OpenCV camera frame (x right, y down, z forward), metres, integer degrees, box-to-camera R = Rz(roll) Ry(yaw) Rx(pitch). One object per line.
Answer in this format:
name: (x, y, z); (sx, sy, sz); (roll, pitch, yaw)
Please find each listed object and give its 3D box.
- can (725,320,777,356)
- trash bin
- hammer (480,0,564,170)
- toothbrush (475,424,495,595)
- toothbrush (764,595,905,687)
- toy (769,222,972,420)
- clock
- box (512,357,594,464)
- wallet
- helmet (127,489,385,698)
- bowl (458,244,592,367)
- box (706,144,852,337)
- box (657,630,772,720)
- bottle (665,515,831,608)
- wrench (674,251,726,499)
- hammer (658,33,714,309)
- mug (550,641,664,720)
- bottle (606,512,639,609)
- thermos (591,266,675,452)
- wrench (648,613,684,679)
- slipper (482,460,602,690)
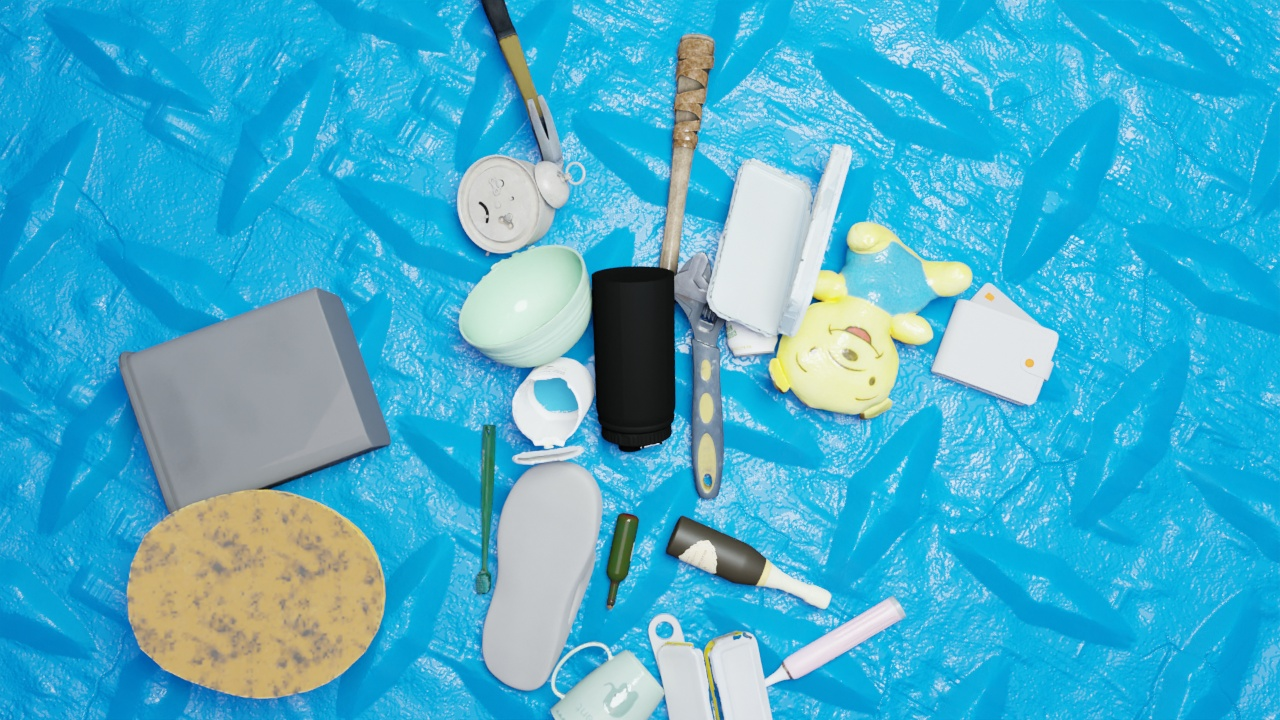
can: (0.120, -0.057, 1.010); (0.055, 0.055, 0.101); (-6, 88, 1)
trash bin: (-0.414, 0.046, 0.998); (0.220, 0.097, 0.192); (-20, 87, -1)
hammer: (-0.153, -0.372, 1.010); (0.025, 0.118, 0.333); (-21, 82, -4)
toothbrush: (-0.173, 0.167, 1.026); (0.016, 0.017, 0.189); (1, 88, 1)
toothbrush: (0.189, 0.325, 1.008); (0.222, 0.027, 0.026); (-31, 73, 1)
toy: (0.239, -0.037, 0.993); (0.149, 0.084, 0.214); (30, 91, 3)
clock: (-0.124, -0.178, 1.001); (0.157, 0.061, 0.103); (-19, 93, 26)
box: (-0.092, 0.054, 0.958); (0.083, 0.166, 0.092); (2, 100, 5)
wallet: (0.397, -0.021, 1.012); (0.118, 0.037, 0.115); (21, 88, 5)
helmet: (-0.380, 0.235, 0.970); (0.255, 0.131, 0.205); (2, 87, 2)
bowl: (-0.112, -0.047, 0.987); (0.151, 0.150, 0.077); (-31, 130, 0)
box: (0.133, -0.134, 0.964); (0.127, 0.106, 0.214); (16, 63, 9)
box: (0.087, 0.400, 0.977); (0.117, 0.057, 0.210); (-12, 86, 7)
bottle: (0.120, 0.226, 1.003); (0.184, 0.045, 0.045); (23, 88, 2)
wrench: (0.070, 0.019, 0.993); (0.073, 0.022, 0.273); (0, 102, 9)
hammer: (0.043, -0.208, 1.025); (0.121, 0.049, 0.318); (7, 86, 4)
mug: (-0.042, 0.357, 0.984); (0.104, 0.084, 0.111); (-42, 81, -11)
bottle: (-0.023, 0.223, 1.016); (0.025, 0.025, 0.106); (12, 88, 2)
thermos: (-0.006, 0.006, 0.975); (0.086, 0.086, 0.199); (-1, 107, 1)
wrench: (0.071, 0.410, 1.011); (0.087, 0.018, 0.273); (-15, 86, 1)
slipper: (-0.098, 0.228, 1.001); (0.113, 0.080, 0.266); (18, 103, 22)
